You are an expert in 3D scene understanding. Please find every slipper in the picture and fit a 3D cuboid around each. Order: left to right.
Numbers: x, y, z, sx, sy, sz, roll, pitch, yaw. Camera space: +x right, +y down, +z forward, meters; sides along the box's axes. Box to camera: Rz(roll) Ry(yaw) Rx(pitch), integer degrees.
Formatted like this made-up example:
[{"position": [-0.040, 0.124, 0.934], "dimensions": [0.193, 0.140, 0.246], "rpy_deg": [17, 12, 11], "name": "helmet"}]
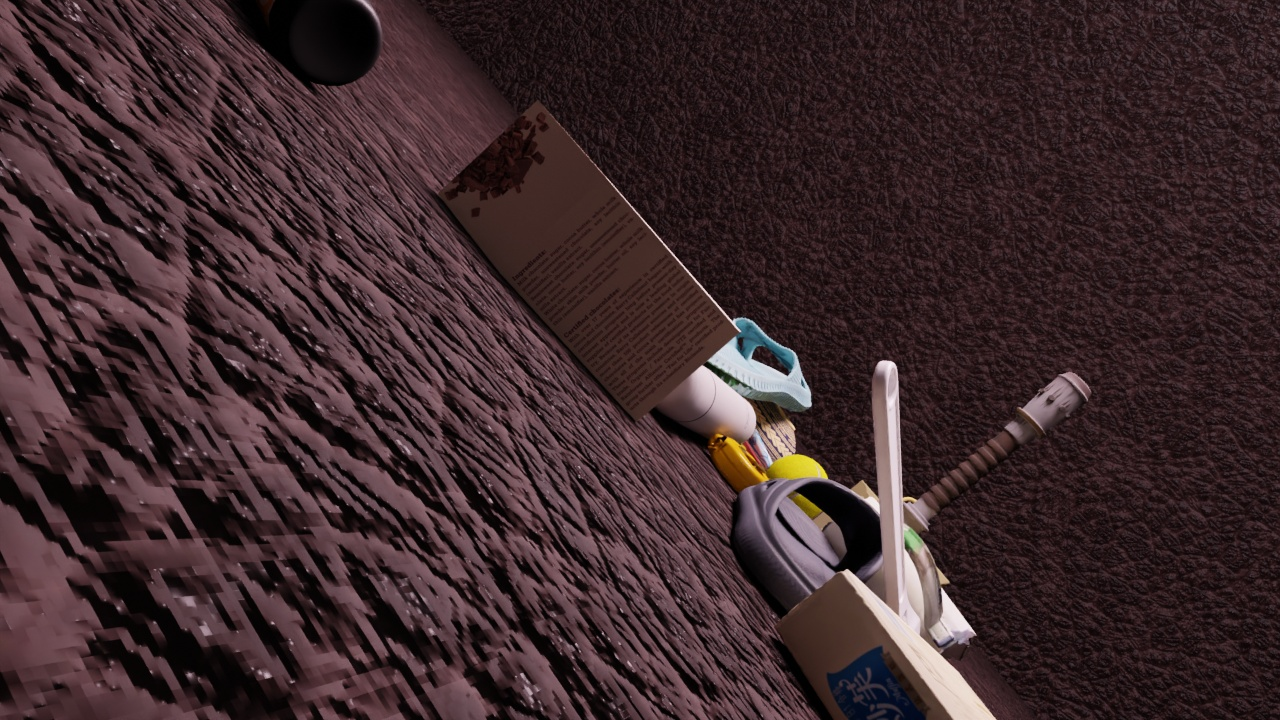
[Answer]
[{"position": [0.135, 0.004, 1.031], "dimensions": [0.116, 0.069, 0.275], "rpy_deg": [36, 10, 23], "name": "slipper"}, {"position": [0.129, 0.125, 0.680], "dimensions": [0.110, 0.083, 0.268], "rpy_deg": [48, 7, 9], "name": "slipper"}]

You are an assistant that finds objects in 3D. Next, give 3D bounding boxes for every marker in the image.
[{"position": [0.143, 0.125, 0.982], "dimensions": [0.013, 0.013, 0.141], "rpy_deg": [42, 18, -45], "name": "marker"}]

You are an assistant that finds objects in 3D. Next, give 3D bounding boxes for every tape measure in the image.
[{"position": [0.109, 0.097, 0.984], "dimensions": [0.059, 0.019, 0.051], "rpy_deg": [55, 4, -28], "name": "tape measure"}, {"position": [0.090, 0.096, 0.812], "dimensions": [0.068, 0.030, 0.059], "rpy_deg": [42, 7, -42], "name": "tape measure"}]

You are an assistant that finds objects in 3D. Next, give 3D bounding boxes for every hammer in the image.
[{"position": [0.342, 0.130, 0.984], "dimensions": [0.100, 0.325, 0.190], "rpy_deg": [49, 6, 2], "name": "hammer"}]

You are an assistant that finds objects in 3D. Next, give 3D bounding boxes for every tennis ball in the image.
[{"position": [0.152, 0.125, 0.898], "dimensions": [0.065, 0.065, 0.065], "rpy_deg": [48, 6, -7], "name": "tennis ball"}]

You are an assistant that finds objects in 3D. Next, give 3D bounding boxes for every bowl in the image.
[{"position": [0.146, 0.083, 1.084], "dimensions": [0.112, 0.061, 0.112], "rpy_deg": [53, 9, -12], "name": "bowl"}]

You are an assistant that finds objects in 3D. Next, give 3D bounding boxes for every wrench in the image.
[{"position": [0.175, 0.122, 0.636], "dimensions": [0.066, 0.018, 0.274], "rpy_deg": [-47, 134, -50], "name": "wrench"}]

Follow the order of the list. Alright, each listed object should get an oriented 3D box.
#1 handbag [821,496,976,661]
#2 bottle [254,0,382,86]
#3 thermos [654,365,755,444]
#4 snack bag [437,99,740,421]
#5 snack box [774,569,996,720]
[{"position": [0.212, 0.189, 0.779], "dimensions": [0.151, 0.074, 0.176], "rpy_deg": [58, -9, 29], "name": "handbag"}, {"position": [-0.217, -0.240, 0.582], "dimensions": [0.059, 0.059, 0.181], "rpy_deg": [41, 10, -50], "name": "bottle"}, {"position": [0.057, 0.039, 0.817], "dimensions": [0.052, 0.052, 0.224], "rpy_deg": [51, 6, 20], "name": "thermos"}, {"position": [-0.036, -0.070, 0.642], "dimensions": [0.206, 0.094, 0.070], "rpy_deg": [48, 6, -8], "name": "snack bag"}, {"position": [0.173, 0.221, 0.506], "dimensions": [0.207, 0.055, 0.153], "rpy_deg": [43, 8, -43], "name": "snack box"}]
